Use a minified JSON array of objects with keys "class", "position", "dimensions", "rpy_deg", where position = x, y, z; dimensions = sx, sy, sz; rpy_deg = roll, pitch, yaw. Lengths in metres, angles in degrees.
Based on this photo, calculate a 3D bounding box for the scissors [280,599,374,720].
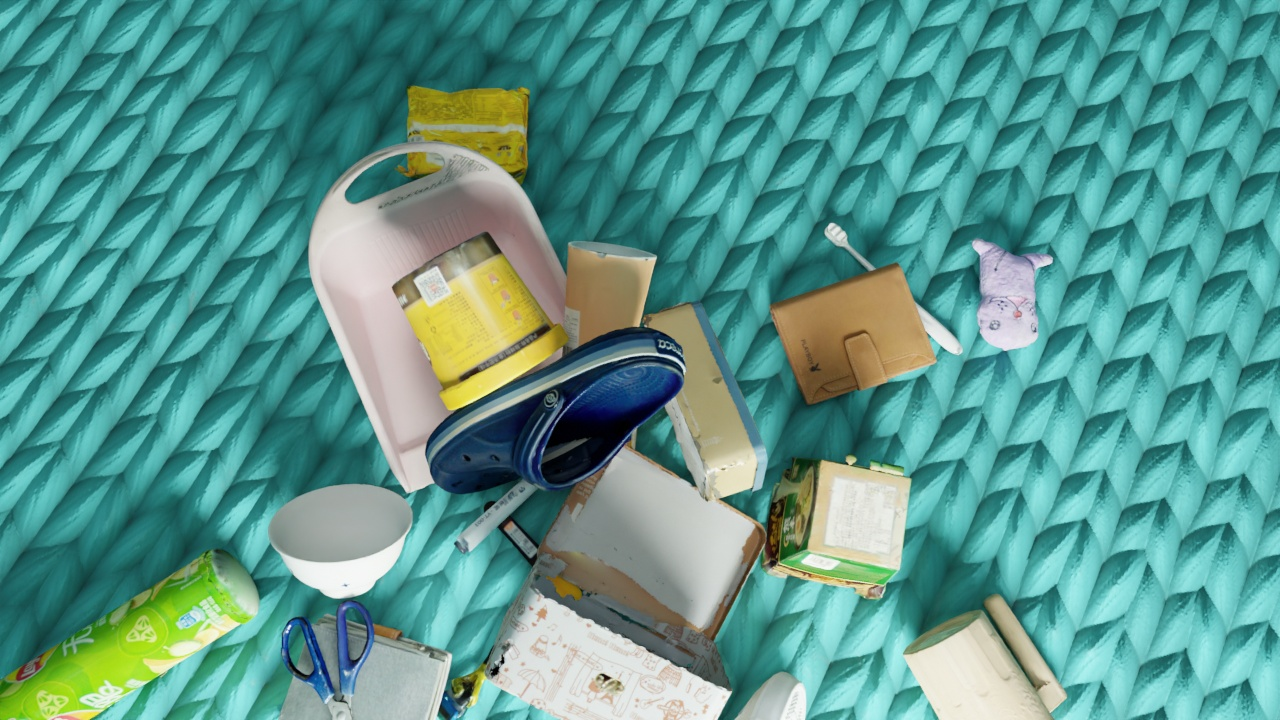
[{"class":"scissors","position":[-0.259,0.287,0.763],"dimensions":[0.141,0.012,0.170],"rpy_deg":[11,76,13]}]

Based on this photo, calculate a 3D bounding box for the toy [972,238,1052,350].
[{"class":"toy","position":[0.359,-0.061,0.891],"dimensions":[0.084,0.039,0.108],"rpy_deg":[8,74,-6]}]

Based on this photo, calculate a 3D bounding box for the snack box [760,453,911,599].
[{"class":"snack box","position":[0.177,0.141,0.800],"dimensions":[0.118,0.106,0.117],"rpy_deg":[11,76,2]}]

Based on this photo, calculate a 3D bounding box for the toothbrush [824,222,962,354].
[{"class":"toothbrush","position":[0.249,-0.071,0.902],"dimensions":[0.016,0.016,0.180],"rpy_deg":[-43,81,-5]}]

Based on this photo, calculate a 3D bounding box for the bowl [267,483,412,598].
[{"class":"bowl","position":[-0.257,0.165,0.795],"dimensions":[0.118,0.118,0.065],"rpy_deg":[4,114,-1]}]

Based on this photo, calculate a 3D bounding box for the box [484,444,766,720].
[{"class":"box","position":[0.000,0.191,0.745],"dimensions":[0.180,0.157,0.226],"rpy_deg":[31,76,-1]}]

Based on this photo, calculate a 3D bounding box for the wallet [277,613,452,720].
[{"class":"wallet","position":[-0.233,0.281,0.786],"dimensions":[0.130,0.037,0.106],"rpy_deg":[11,75,13]}]

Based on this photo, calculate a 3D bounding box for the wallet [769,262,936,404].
[{"class":"wallet","position":[0.202,-0.025,0.876],"dimensions":[0.132,0.031,0.107],"rpy_deg":[-18,79,1]}]

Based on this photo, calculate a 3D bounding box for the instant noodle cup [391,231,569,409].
[{"class":"instant noodle cup","position":[-0.139,-0.036,0.769],"dimensions":[0.118,0.118,0.114],"rpy_deg":[-31,99,-9]}]

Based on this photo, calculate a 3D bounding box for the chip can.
[{"class":"chip can","position":[-0.434,0.244,0.773],"dimensions":[0.221,0.073,0.072],"rpy_deg":[-32,79,-9]}]

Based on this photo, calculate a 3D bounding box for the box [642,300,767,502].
[{"class":"box","position":[0.057,0.041,0.813],"dimensions":[0.059,0.090,0.184],"rpy_deg":[-20,64,-8]}]

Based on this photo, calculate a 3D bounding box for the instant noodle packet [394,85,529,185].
[{"class":"instant noodle packet","position":[-0.175,-0.224,0.914],"dimensions":[0.128,0.044,0.110],"rpy_deg":[0,69,-5]}]

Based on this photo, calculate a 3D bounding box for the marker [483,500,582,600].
[{"class":"marker","position":[-0.098,0.174,0.831],"dimensions":[0.018,0.015,0.124],"rpy_deg":[-43,78,-13]}]

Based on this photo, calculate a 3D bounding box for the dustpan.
[{"class":"dustpan","position":[-0.171,-0.045,0.820],"dimensions":[0.222,0.139,0.273],"rpy_deg":[-26,77,-9]}]

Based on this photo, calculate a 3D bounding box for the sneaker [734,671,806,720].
[{"class":"sneaker","position":[0.055,0.363,0.758],"dimensions":[0.091,0.089,0.241],"rpy_deg":[16,61,33]}]

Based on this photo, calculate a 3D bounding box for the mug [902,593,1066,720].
[{"class":"mug","position":[0.301,0.271,0.791],"dimensions":[0.124,0.084,0.103],"rpy_deg":[-21,75,-32]}]

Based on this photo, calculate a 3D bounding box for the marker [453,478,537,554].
[{"class":"marker","position":[-0.117,0.125,0.833],"dimensions":[0.130,0.018,0.022],"rpy_deg":[-41,53,-19]}]

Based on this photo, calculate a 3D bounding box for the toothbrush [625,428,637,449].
[{"class":"toothbrush","position":[-0.005,0.005,0.876],"dimensions":[0.018,0.016,0.191],"rpy_deg":[4,75,-10]}]

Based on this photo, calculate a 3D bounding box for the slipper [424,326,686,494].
[{"class":"slipper","position":[-0.066,0.062,0.765],"dimensions":[0.253,0.105,0.095],"rpy_deg":[-29,52,24]}]

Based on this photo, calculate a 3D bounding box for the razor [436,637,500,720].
[{"class":"razor","position":[-0.127,0.256,0.806],"dimensions":[0.142,0.022,0.043],"rpy_deg":[-50,38,-15]}]

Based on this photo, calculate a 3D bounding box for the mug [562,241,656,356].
[{"class":"mug","position":[-0.034,-0.039,0.814],"dimensions":[0.078,0.078,0.123],"rpy_deg":[10,103,1]}]
